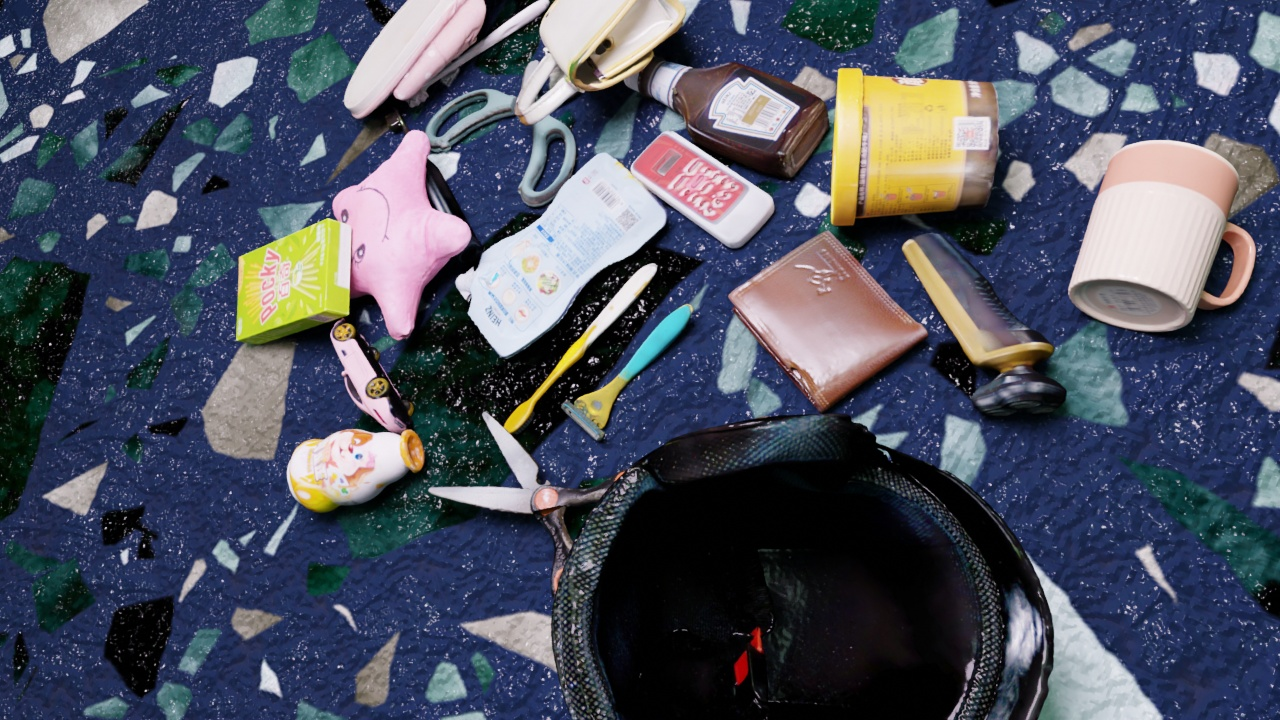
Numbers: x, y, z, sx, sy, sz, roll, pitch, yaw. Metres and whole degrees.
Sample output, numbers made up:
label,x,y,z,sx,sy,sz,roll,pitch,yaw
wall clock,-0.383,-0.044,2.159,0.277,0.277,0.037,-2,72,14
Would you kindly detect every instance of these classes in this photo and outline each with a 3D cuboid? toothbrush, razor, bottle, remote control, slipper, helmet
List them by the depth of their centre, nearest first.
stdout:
label,x,y,z,sx,sy,sz,roll,pitch,yaw
helmet,0.083,0.155,0.542,0.274,0.230,0.233,4,78,-7
razor,0.241,-0.029,0.668,0.068,0.062,0.167,-47,51,31
razor,-0.004,0.004,0.745,0.043,0.028,0.132,42,89,5
bottle,-0.236,0.088,0.767,0.108,0.063,0.063,-15,64,11
toothbrush,-0.048,-0.010,0.775,0.016,0.018,0.191,37,80,26
remote control,0.052,-0.150,0.797,0.056,0.020,0.136,-46,62,-5
bottle,0.068,-0.228,0.812,0.195,0.044,0.079,31,80,28
toothbrush,-0.205,-0.176,0.891,0.027,0.026,0.212,-31,61,-3
slipper,-0.197,-0.348,0.933,0.274,0.054,0.114,-49,39,0
toothbrush,-0.167,-0.317,0.944,0.180,0.016,0.016,-34,69,3

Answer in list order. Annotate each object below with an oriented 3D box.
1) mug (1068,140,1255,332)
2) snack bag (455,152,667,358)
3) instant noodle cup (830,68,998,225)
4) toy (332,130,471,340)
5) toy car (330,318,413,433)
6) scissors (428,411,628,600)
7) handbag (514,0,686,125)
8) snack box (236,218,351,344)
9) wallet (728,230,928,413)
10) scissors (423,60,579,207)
label,x,y,z,sx,sy,sz,roll,pitch,yaw
mug,0.365,-0.077,0.634,0.114,0.082,0.105,26,78,-4
snack bag,-0.074,-0.094,0.806,0.191,0.039,0.110,-42,67,0
instant noodle cup,0.205,-0.163,0.701,0.114,0.118,0.118,2,68,11
toy,-0.236,-0.102,0.841,0.179,0.074,0.194,-36,59,17
toy car,-0.239,0.016,0.804,0.037,0.056,0.122,-35,61,-6
scissors,-0.055,0.120,0.697,0.221,0.022,0.227,-12,58,4
handbag,-0.049,-0.289,0.844,0.179,0.063,0.163,-44,34,12
snack box,-0.321,-0.069,0.844,0.157,0.026,0.085,-11,76,38
wallet,0.143,-0.033,0.711,0.101,0.032,0.124,-36,62,-1
scissors,-0.135,-0.214,0.888,0.170,0.019,0.171,-10,67,16
